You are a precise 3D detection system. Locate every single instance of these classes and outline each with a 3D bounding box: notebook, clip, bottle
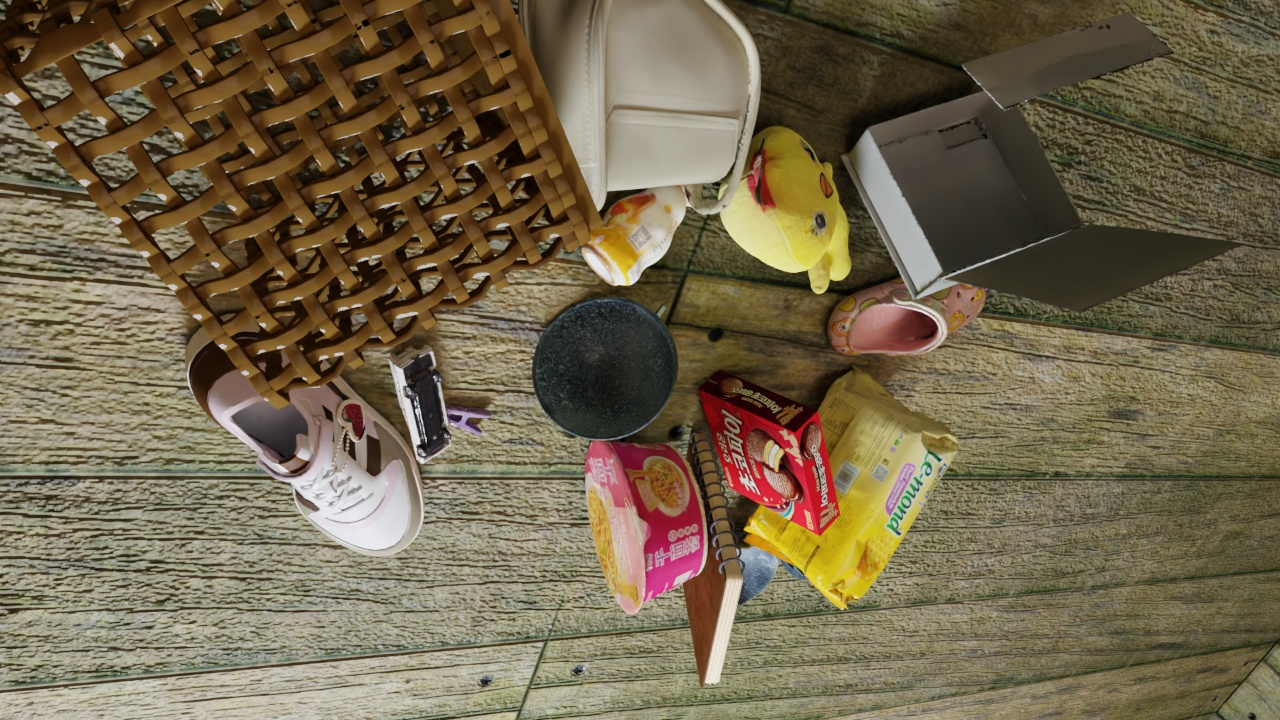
[{"bbox_3d":[0.068,0.198,0.963,0.024,0.225,0.168,2,123,-8],"label":"notebook"},{"bbox_3d":[-0.169,0.053,0.876,0.051,0.013,0.032,22,109,-34],"label":"clip"},{"bbox_3d":[0.001,-0.118,0.810,0.108,0.063,0.063,-45,132,-11],"label":"bottle"}]

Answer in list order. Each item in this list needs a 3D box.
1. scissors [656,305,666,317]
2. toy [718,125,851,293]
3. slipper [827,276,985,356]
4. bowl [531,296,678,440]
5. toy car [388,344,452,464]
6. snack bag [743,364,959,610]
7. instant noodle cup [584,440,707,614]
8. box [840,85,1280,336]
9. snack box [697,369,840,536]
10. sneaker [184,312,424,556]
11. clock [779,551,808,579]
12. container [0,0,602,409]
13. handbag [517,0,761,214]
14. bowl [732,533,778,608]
[{"bbox_3d":[-0.004,0.006,0.928,0.129,0.015,0.135,30,108,-38],"label":"scissors"},{"bbox_3d":[0.143,-0.136,0.846,0.092,0.133,0.207,-16,156,40],"label":"toy"},{"bbox_3d":[0.304,-0.043,1.008,0.197,0.081,0.093,-16,129,-14],"label":"slipper"},{"bbox_3d":[-0.029,0.013,0.867,0.137,0.137,0.057,-36,163,-1],"label":"bowl"},{"bbox_3d":[-0.200,0.038,0.831,0.039,0.039,0.113,-35,138,-37],"label":"toy car"},{"bbox_3d":[0.227,0.142,1.025,0.068,0.159,0.247,19,103,-47],"label":"snack bag"},{"bbox_3d":[0.007,0.158,0.928,0.077,0.178,0.179,-10,126,-18],"label":"instant noodle cup"},{"bbox_3d":[0.334,-0.131,0.787,0.167,0.330,0.165,-21,116,-14],"label":"box"},{"bbox_3d":[0.137,0.098,0.975,0.035,0.133,0.152,-39,130,-25],"label":"snack box"},{"bbox_3d":[-0.265,0.092,0.783,0.111,0.116,0.294,-29,131,-7],"label":"sneaker"},{"bbox_3d":[0.215,0.217,1.145,0.057,0.083,0.118,-7,129,-30],"label":"clock"},{"bbox_3d":[-0.193,-0.162,0.550,0.214,0.251,0.220,-29,131,-6],"label":"container"},{"bbox_3d":[-0.010,-0.203,0.698,0.228,0.132,0.184,-14,116,-50],"label":"handbag"},{"bbox_3d":[0.112,0.252,1.134,0.110,0.055,0.110,-13,127,-19],"label":"bowl"}]
